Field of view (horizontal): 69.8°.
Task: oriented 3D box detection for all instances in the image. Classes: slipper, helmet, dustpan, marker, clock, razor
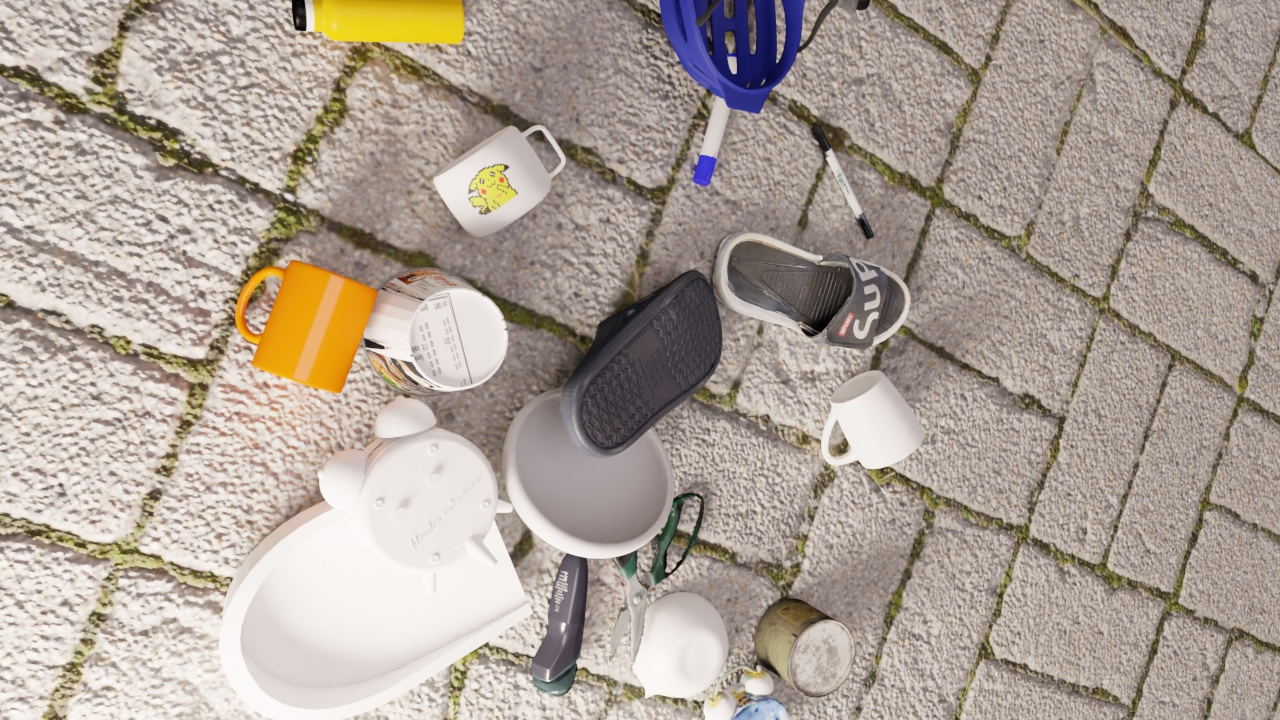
[{"bbox_3d":[0.204,-0.075,1.027,0.263,0.063,0.111,15,88,-23],"label":"slipper"},{"bbox_3d":[0.117,-0.363,0.870,0.147,0.228,0.241,1,91,-33],"label":"helmet"},{"bbox_3d":[-0.243,0.216,0.833,0.257,0.053,0.191,-24,107,-16],"label":"dustpan"},{"bbox_3d":[0.234,-0.205,1.057,0.011,0.011,0.152,-38,109,-18],"label":"marker"},{"bbox_3d":[0.084,-0.256,0.977,0.020,0.020,0.141,17,87,-25],"label":"marker"},{"bbox_3d":[-0.189,0.120,0.801,0.125,0.073,0.161,-47,116,-20],"label":"clock"},{"bbox_3d":[-0.005,0.005,0.918,0.267,0.083,0.111,-44,117,-43],"label":"slipper"},{"bbox_3d":[0.114,0.395,1.020,0.088,0.052,0.125,-22,113,-24],"label":"clock"},{"bbox_3d":[-0.078,0.267,0.936,0.052,0.047,0.143,12,86,-50],"label":"razor"}]

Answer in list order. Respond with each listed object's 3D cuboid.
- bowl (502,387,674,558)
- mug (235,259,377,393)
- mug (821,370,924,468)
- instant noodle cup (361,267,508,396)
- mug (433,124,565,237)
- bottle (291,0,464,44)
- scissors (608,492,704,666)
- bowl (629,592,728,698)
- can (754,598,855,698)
[{"bbox_3d":[-0.058,0.116,0.899,0.176,0.066,0.176,16,52,-21],"label":"bowl"},{"bbox_3d":[-0.298,-0.034,0.796,0.112,0.077,0.096,19,86,3],"label":"mug"},{"bbox_3d":[0.256,0.074,1.062,0.114,0.080,0.087,-31,102,13],"label":"mug"},{"bbox_3d":[-0.177,-0.023,0.820,0.123,0.122,0.123,-2,95,-25],"label":"instant noodle cup"},{"bbox_3d":[-0.126,-0.169,0.842,0.115,0.094,0.068,-32,110,4],"label":"mug"},{"bbox_3d":[-0.232,-0.305,0.814,0.143,0.043,0.043,-7,97,-24],"label":"bottle"},{"bbox_3d":[0.018,0.224,0.977,0.137,0.015,0.209,5,87,-35],"label":"scissors"},{"bbox_3d":[0.050,0.314,0.993,0.114,0.051,0.115,-2,95,-25],"label":"bowl"},{"bbox_3d":[0.186,0.326,1.044,0.089,0.075,0.090,-3,97,-24],"label":"can"}]
